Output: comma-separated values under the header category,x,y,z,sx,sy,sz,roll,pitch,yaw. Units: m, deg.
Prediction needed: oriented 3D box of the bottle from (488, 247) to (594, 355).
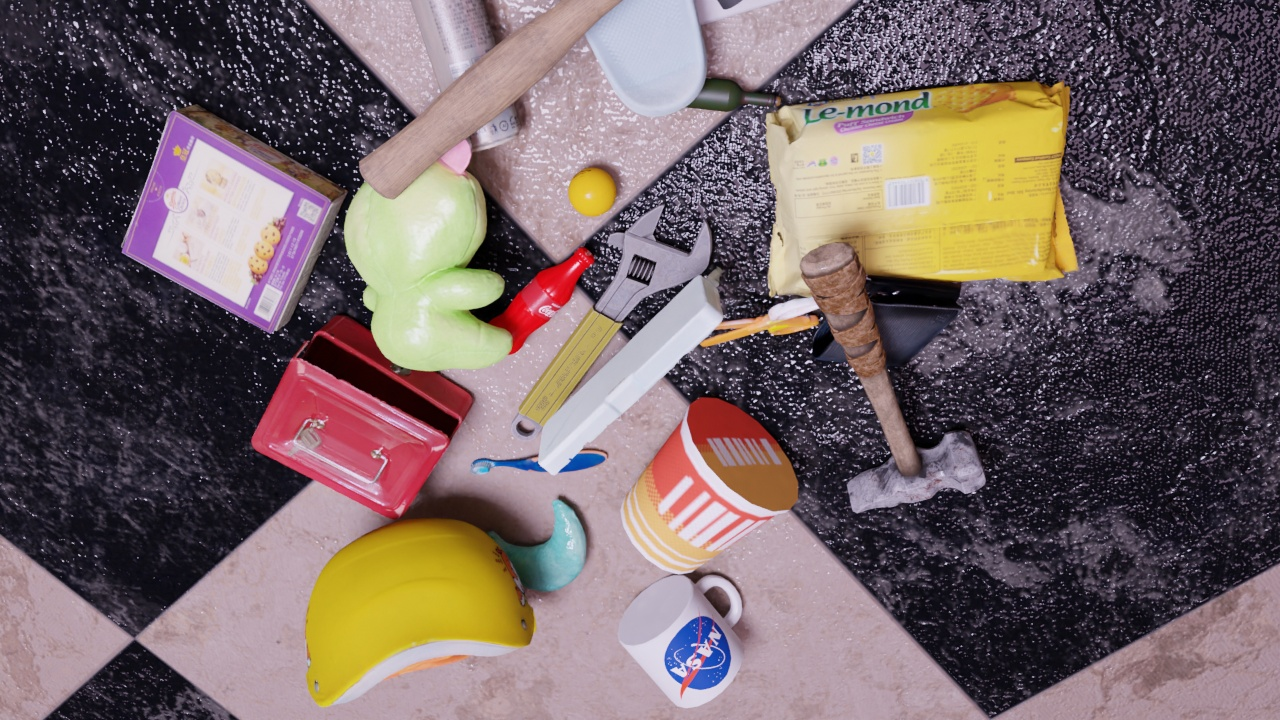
category,x,y,z,sx,sy,sz,roll,pitch,yaw
bottle,-0.086,-0.054,0.804,0.036,0.036,0.119,43,110,-13

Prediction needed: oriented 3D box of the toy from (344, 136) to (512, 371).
category,x,y,z,sx,sy,sz,roll,pitch,yaw
toy,-0.183,-0.079,0.757,0.150,0.107,0.197,3,119,38

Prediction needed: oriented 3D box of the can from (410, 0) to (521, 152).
category,x,y,z,sx,sy,sz,roll,pitch,yaw
can,-0.137,-0.236,0.719,0.054,0.054,0.136,-12,112,10

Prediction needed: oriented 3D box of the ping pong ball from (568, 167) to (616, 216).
category,x,y,z,sx,sy,sz,roll,pitch,yaw
ping pong ball,-0.040,-0.139,0.760,0.040,0.040,0.040,2,114,4

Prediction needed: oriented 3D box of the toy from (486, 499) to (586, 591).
category,x,y,z,sx,sy,sz,roll,pitch,yaw
toy,-0.097,0.189,0.916,0.105,0.033,0.085,-29,98,18

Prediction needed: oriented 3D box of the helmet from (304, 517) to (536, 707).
category,x,y,z,sx,sy,sz,roll,pitch,yaw
helmet,-0.213,0.223,0.864,0.209,0.240,0.139,-13,78,-15

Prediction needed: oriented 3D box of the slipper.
category,x,y,z,sx,sy,sz,roll,pitch,yaw
slipper,-0.021,-0.297,0.663,0.104,0.074,0.245,-22,103,11

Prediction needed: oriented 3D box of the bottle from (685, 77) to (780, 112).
category,x,y,z,sx,sy,sz,roll,pitch,yaw
bottle,0.058,-0.211,0.728,0.106,0.025,0.025,7,114,2

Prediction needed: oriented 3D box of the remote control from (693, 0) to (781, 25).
category,x,y,z,sx,sy,sz,roll,pitch,yaw
remote control,0.058,-0.286,0.705,0.147,0.008,0.045,-13,111,11

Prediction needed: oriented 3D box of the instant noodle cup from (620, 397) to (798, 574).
category,x,y,z,sx,sy,sz,roll,pitch,yaw
instant noodle cup,0.055,0.120,0.829,0.123,0.123,0.121,36,119,-11

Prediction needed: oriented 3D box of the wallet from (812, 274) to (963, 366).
category,x,y,z,sx,sy,sz,roll,pitch,yaw
wallet,0.202,-0.028,0.758,0.089,0.026,0.115,3,153,-10

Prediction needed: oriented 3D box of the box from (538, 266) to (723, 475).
category,x,y,z,sx,sy,sz,roll,pitch,yaw
box,-0.008,0.002,0.768,0.041,0.134,0.197,42,110,-15

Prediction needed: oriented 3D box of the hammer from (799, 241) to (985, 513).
category,x,y,z,sx,sy,sz,roll,pitch,yaw
hammer,0.194,0.024,0.750,0.122,0.048,0.319,-18,134,17

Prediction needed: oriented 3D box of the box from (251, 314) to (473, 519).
category,x,y,z,sx,sy,sz,roll,pitch,yaw
box,-0.253,0.054,0.843,0.157,0.092,0.130,32,114,-13

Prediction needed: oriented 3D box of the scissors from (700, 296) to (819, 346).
category,x,y,z,sx,sy,sz,roll,pitch,yaw
scissors,0.105,-0.033,0.763,0.125,0.128,0.011,-6,77,-27

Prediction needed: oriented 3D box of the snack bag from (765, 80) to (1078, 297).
category,x,y,z,sx,sy,sz,roll,pitch,yaw
snack bag,0.221,-0.130,0.727,0.247,0.068,0.160,-5,112,7

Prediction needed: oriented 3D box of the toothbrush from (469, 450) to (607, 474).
category,x,y,z,sx,sy,sz,roll,pitch,yaw
toothbrush,-0.099,0.099,0.883,0.135,0.017,0.021,-4,116,7

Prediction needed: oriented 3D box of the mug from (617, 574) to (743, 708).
category,x,y,z,sx,sy,sz,roll,pitch,yaw
mug,0.051,0.267,0.913,0.121,0.091,0.090,-43,107,-16

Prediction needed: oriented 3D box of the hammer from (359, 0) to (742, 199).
category,x,y,z,sx,sy,sz,roll,pitch,yaw
hammer,-0.081,-0.220,0.645,0.306,0.040,0.132,-34,120,15

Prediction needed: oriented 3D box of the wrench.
category,x,y,z,sx,sy,sz,roll,pitch,yaw
wrench,-0.036,-0.025,0.822,0.083,0.018,0.274,33,112,-9

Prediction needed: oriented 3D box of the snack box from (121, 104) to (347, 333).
category,x,y,z,sx,sy,sz,roll,pitch,yaw
snack box,-0.352,-0.120,0.795,0.148,0.040,0.144,30,113,-8
